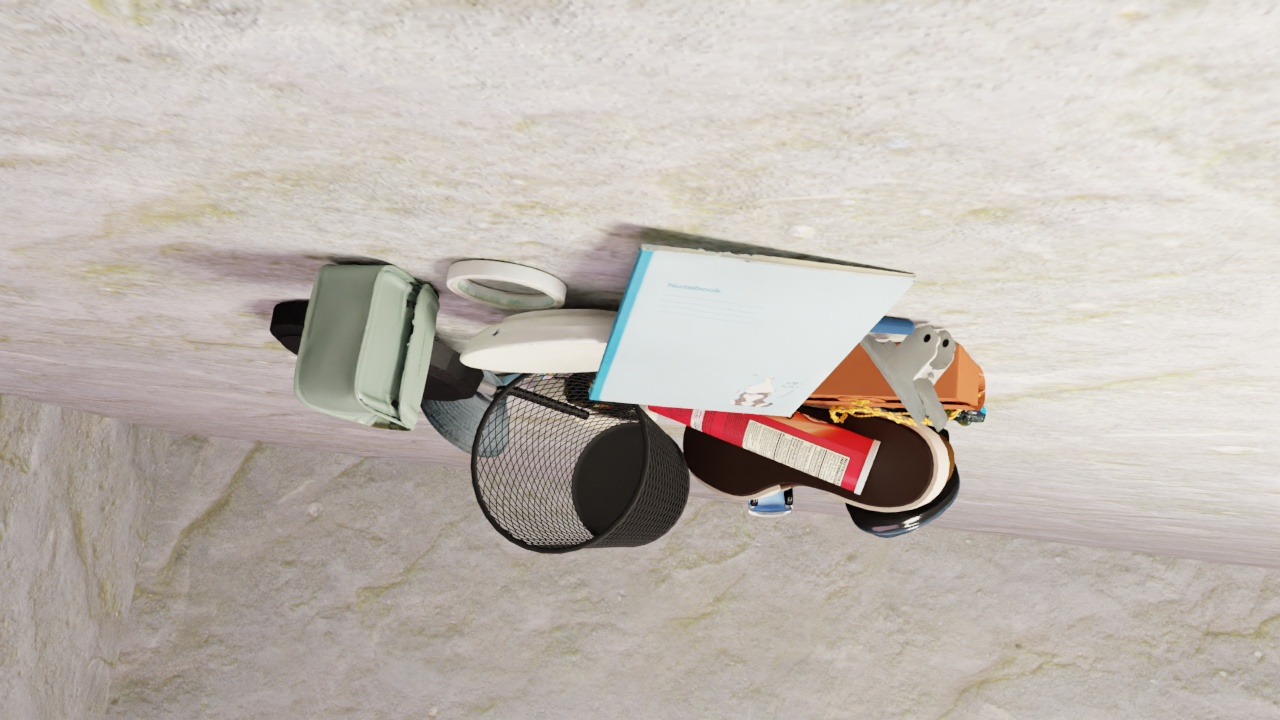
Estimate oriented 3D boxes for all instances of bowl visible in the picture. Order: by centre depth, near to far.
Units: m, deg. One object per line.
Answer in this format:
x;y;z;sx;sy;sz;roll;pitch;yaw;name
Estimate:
-0.200;0.048;1.122;0.057;0.137;0.137;-44;141;22;bowl

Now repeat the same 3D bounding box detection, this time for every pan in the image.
-0.221;0.017;0.995;0.356;0.034;0.226;20;164;-18;pan

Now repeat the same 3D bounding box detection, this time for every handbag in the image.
-0.213;-0.012;0.746;0.067;0.121;0.106;1;164;22;handbag
0.204;0.025;0.809;0.172;0.060;0.108;0;170;31;handbag

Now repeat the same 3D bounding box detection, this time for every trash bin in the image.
-0.045;0.116;0.965;0.184;0.184;0.210;3;166;21;trash bin

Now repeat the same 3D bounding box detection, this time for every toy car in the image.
0.278;0.040;0.885;0.105;0.032;0.048;5;170;38;toy car
0.159;0.121;1.121;0.056;0.153;0.054;-2;-155;3;toy car

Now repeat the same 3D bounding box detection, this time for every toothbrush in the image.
0.120;-0.032;0.687;0.168;0.014;0.014;6;179;3;toothbrush
-0.144;0.022;1.113;0.022;0.016;0.155;-33;-168;-31;toothbrush

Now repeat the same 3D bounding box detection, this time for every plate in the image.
-0.062;-0.017;0.783;0.182;0.034;0.182;-2;172;0;plate

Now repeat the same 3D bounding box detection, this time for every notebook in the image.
0.065;-0.011;0.682;0.181;0.009;0.254;6;156;-8;notebook

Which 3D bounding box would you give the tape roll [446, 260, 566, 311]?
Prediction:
-0.104;-0.057;0.718;0.093;0.013;0.093;7;168;1;tape roll

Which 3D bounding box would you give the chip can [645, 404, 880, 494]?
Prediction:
0.111;0.061;0.858;0.215;0.051;0.052;21;172;16;chip can

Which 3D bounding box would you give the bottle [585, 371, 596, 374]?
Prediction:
-0.005;0.005;0.921;0.106;0.025;0.025;6;168;10;bottle

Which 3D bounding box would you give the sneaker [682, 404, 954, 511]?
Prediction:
0.185;0.089;0.954;0.295;0.111;0.116;-2;177;39;sneaker

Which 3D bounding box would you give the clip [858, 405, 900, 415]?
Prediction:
0.224;0.055;1.010;0.120;0.030;0.130;-2;164;23;clip

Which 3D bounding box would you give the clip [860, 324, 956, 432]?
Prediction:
0.218;0.004;0.700;0.060;0.101;0.052;-42;130;18;clip

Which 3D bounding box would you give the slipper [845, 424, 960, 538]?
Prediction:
0.290;0.146;0.987;0.109;0.083;0.264;-5;-168;21;slipper

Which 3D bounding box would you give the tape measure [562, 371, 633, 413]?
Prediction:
-0.040;0.034;1.043;0.072;0.042;0.072;21;155;-33;tape measure

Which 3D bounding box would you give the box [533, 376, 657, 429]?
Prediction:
-0.043;0.064;1.176;0.144;0.044;0.184;4;168;18;box
